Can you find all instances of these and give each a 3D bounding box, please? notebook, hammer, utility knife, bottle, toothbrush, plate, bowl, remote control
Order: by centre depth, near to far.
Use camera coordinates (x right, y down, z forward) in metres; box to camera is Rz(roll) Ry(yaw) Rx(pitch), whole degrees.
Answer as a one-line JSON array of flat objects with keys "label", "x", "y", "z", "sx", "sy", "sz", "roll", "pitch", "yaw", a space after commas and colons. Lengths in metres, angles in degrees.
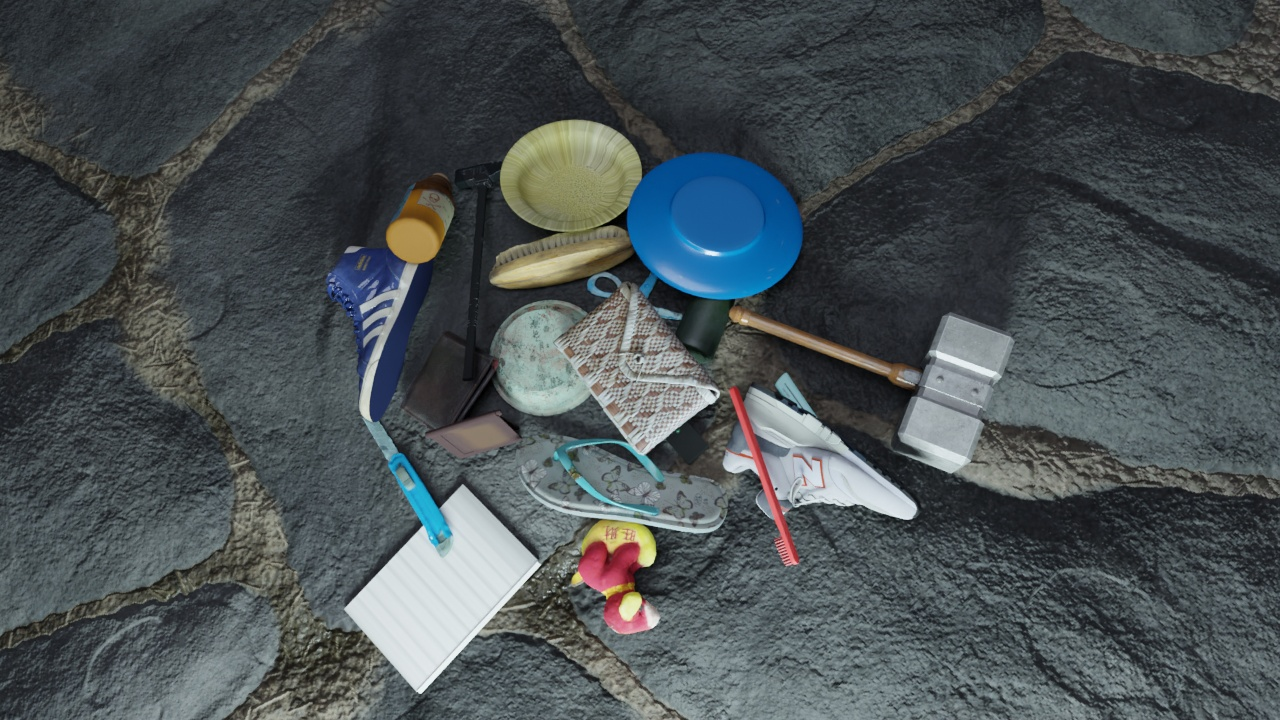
[{"label": "toothbrush", "x": 0.135, "y": 0.130, "z": 1.043, "sx": 0.018, "sy": 0.012, "sz": 0.212, "roll": -30, "pitch": 70, "yaw": 33}, {"label": "hammer", "x": 0.253, "y": -0.004, "z": 1.090, "sx": 0.318, "sy": 0.083, "sz": 0.162, "roll": 22, "pitch": 79, "yaw": 13}, {"label": "utility knife", "x": 0.216, "y": 0.087, "z": 1.110, "sx": 0.022, "sy": 0.015, "sz": 0.166, "roll": -34, "pitch": 77, "yaw": -2}, {"label": "notebook", "x": -0.243, "y": 0.278, "z": 1.126, "sx": 0.142, "sy": 0.009, "sz": 0.209, "roll": 42, "pitch": 85, "yaw": 16}, {"label": "remote control", "x": 0.023, "y": 0.063, "z": 1.141, "sx": 0.034, "sy": 0.013, "sz": 0.150, "roll": -41, "pitch": 74, "yaw": -4}, {"label": "bottle", "x": 0.095, "y": -0.084, "z": 1.150, "sx": 0.055, "sy": 0.055, "sz": 0.174, "roll": 20, "pitch": 73, "yaw": 13}, {"label": "plate", "x": 0.096, "y": -0.179, "z": 1.155, "sx": 0.224, "sy": 0.024, "sz": 0.224, "roll": 2, "pitch": 63, "yaw": -4}, {"label": "utility knife", "x": -0.295, "y": 0.153, "z": 1.161, "sx": 0.031, "sy": 0.015, "sz": 0.221, "roll": -36, "pitch": 67, "yaw": -6}, {"label": "bowl", "x": -0.123, "y": -0.009, "z": 1.168, "sx": 0.157, "sy": 0.038, "sz": 0.157, "roll": -2, "pitch": 75, "yaw": 8}, {"label": "hammer", "x": -0.204, "y": -0.122, "z": 1.180, "sx": 0.095, "sy": 0.015, "sz": 0.324, "roll": -9, "pitch": 62, "yaw": 15}, {"label": "bottle", "x": -0.280, "y": -0.196, "z": 1.201, "sx": 0.068, "sy": 0.068, "sz": 0.156, "roll": -3, "pitch": 39, "yaw": 7}, {"label": "plate", "x": -0.091, "y": -0.235, "z": 1.214, "sx": 0.184, "sy": 0.036, "sz": 0.184, "roll": -1, "pitch": 62, "yaw": 1}]

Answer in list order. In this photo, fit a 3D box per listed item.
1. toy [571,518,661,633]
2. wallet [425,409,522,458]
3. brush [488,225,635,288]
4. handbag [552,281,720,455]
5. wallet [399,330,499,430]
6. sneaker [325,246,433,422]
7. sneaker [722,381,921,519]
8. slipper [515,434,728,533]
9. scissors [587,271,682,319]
[{"label": "toy", "x": -0.029, "y": 0.251, "z": 1.077, "sx": 0.105, "sy": 0.067, "sz": 0.137, "roll": -12, "pitch": 67, "yaw": 3}, {"label": "wallet", "x": -0.198, "y": 0.089, "z": 1.113, "sx": 0.091, "sy": 0.115, "sz": 0.018, "roll": -17, "pitch": 72, "yaw": 3}, {"label": "brush", "x": -0.103, "y": -0.133, "z": 1.188, "sx": 0.195, "sy": 0.059, "sz": 0.043, "roll": -13, "pitch": 61, "yaw": 8}, {"label": "handbag", "x": -0.007, "y": 0.006, "z": 1.098, "sx": 0.124, "sy": 0.047, "sz": 0.186, "roll": -40, "pitch": 75, "yaw": 6}, {"label": "wallet", "x": -0.244, "y": 0.031, "z": 1.167, "sx": 0.099, "sy": 0.031, "sz": 0.120, "roll": 27, "pitch": 83, "yaw": 35}, {"label": "sneaker", "x": -0.363, "y": -0.047, "z": 1.184, "sx": 0.118, "sy": 0.091, "sz": 0.232, "roll": 14, "pitch": 77, "yaw": 7}, {"label": "sneaker", "x": 0.195, "y": 0.137, "z": 1.064, "sx": 0.240, "sy": 0.088, "sz": 0.124, "roll": 39, "pitch": 98, "yaw": 23}, {"label": "slipper", "x": -0.028, "y": 0.145, "z": 1.092, "sx": 0.269, "sy": 0.055, "sz": 0.098, "roll": 15, "pitch": 55, "yaw": 10}, {"label": "scissors", "x": -0.013, "y": -0.063, "z": 1.182, "sx": 0.134, "sy": 0.011, "sz": 0.139, "roll": 16, "pitch": 78, "yaw": 10}]
